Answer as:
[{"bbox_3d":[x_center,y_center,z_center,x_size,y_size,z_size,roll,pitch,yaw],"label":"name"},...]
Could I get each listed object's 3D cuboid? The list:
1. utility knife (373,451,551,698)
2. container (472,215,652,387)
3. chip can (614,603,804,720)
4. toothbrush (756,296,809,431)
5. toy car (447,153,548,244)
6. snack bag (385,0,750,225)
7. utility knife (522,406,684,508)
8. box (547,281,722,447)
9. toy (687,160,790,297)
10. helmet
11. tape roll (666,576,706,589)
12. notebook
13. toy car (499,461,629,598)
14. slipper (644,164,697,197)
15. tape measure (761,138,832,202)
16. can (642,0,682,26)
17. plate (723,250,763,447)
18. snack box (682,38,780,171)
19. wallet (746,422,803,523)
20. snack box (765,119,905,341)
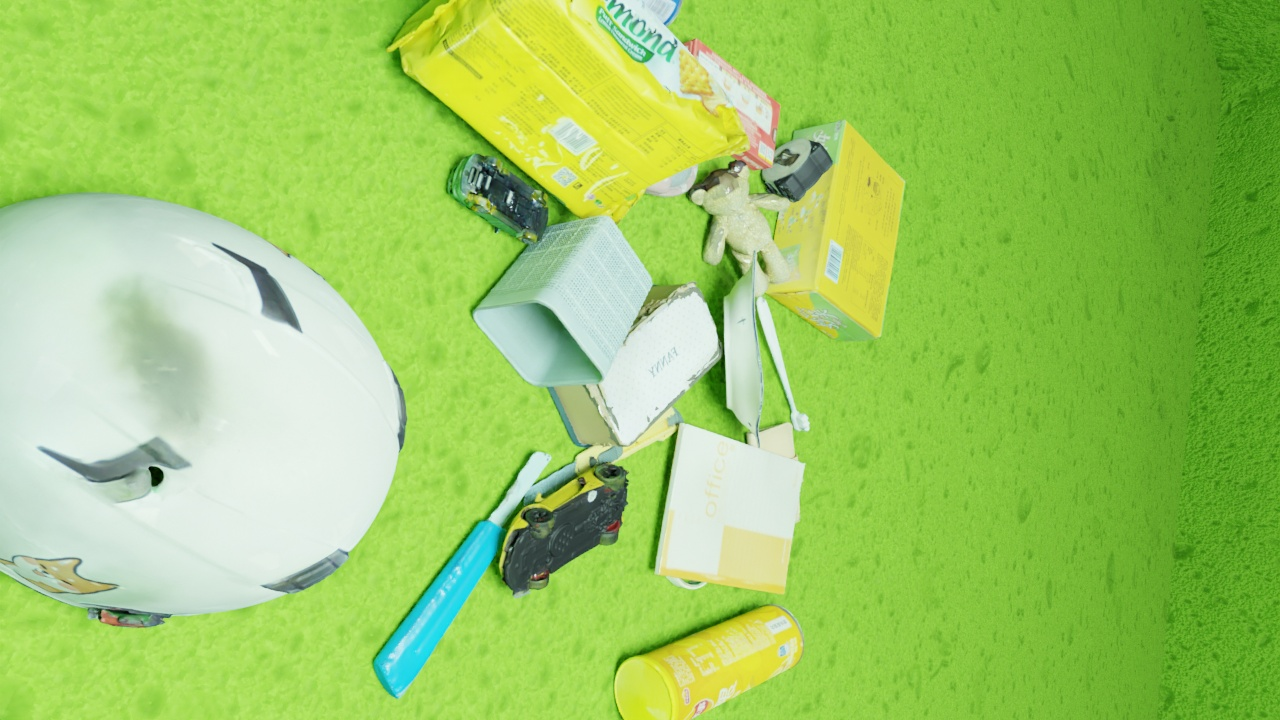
[{"bbox_3d":[-0.129,0.152,0.700,0.034,0.018,0.218,54,54,-30],"label":"utility knife"},{"bbox_3d":[-0.057,-0.051,0.734,0.090,0.090,0.111,53,50,-33],"label":"container"},{"bbox_3d":[0.072,0.291,0.880,0.212,0.072,0.072,-4,92,-48],"label":"chip can"},{"bbox_3d":[0.157,0.007,1.007,0.016,0.016,0.180,-48,127,-39],"label":"toothbrush"},{"bbox_3d":[-0.109,-0.124,0.714,0.091,0.036,0.043,30,67,-43],"label":"toy car"},{"bbox_3d":[-0.050,-0.198,0.679,0.246,0.158,0.068,35,44,-38],"label":"snack bag"},{"bbox_3d":[-0.029,0.084,0.819,0.215,0.022,0.031,-23,104,-40],"label":"utility knife"},{"bbox_3d":[-0.005,0.005,0.811,0.183,0.062,0.090,-38,116,-39],"label":"box"},{"bbox_3d":[0.107,-0.131,0.941,0.105,0.066,0.157,-32,126,3],"label":"toy"},{"bbox_3d":[-0.230,0.029,0.490,0.274,0.157,0.229,44,59,-38],"label":"helmet"},{"bbox_3d":[0.051,0.180,0.901,0.085,0.014,0.086,2,88,-47],"label":"tape roll"},{"bbox_3d":[0.096,0.154,0.927,0.206,0.010,0.145,22,74,-43],"label":"notebook"},{"bbox_3d":[-0.062,0.133,0.750,0.155,0.041,0.071,-27,130,-47],"label":"toy car"},{"bbox_3d":[-0.029,-0.228,0.790,0.274,0.055,0.114,27,69,-44],"label":"slipper"},{"bbox_3d":[0.165,-0.207,0.995,0.065,0.066,0.033,-48,123,-5],"label":"tape measure"},{"bbox_3d":[-0.024,-0.336,0.798,0.134,0.053,0.053,8,83,-47],"label":"can"},{"bbox_3d":[0.100,-0.009,0.899,0.164,0.034,0.164,76,14,-64],"label":"plate"},{"bbox_3d":[0.089,-0.259,0.942,0.152,0.026,0.075,19,74,-46],"label":"snack box"},{"bbox_3d":[0.149,0.128,1.003,0.087,0.024,0.115,-11,96,-48],"label":"wallet"},{"bbox_3d":[0.229,-0.146,1.060,0.157,0.070,0.209,26,70,-44],"label":"snack box"}]
